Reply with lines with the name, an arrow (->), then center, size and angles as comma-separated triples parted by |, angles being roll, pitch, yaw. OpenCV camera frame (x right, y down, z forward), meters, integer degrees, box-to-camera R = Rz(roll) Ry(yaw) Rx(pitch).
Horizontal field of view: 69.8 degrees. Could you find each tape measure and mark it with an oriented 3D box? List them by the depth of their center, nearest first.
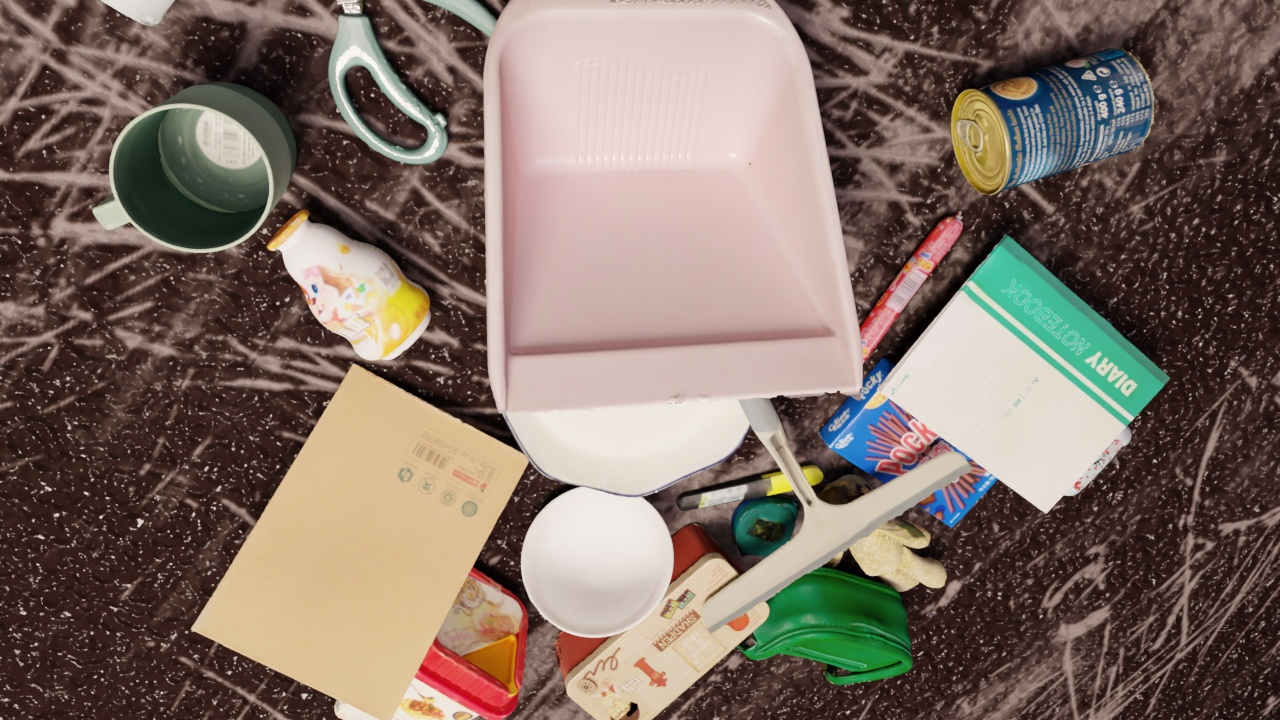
tape measure -> 0.105, 0.142, 0.778 | 0.054, 0.025, 0.058 | 10, 111, -16

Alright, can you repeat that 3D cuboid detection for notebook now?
notebook -> -0.191, 0.126, 0.648 | 0.148, 0.008, 0.207 | 29, 74, -9
notebook -> 0.305, 0.018, 0.724 | 0.209, 0.012, 0.150 | 33, 102, -22

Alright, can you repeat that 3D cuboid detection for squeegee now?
squeegee -> 0.098, 0.055, 0.683 | 0.246, 0.039, 0.246 | -33, 119, 0

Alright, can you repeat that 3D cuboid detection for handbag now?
handbag -> 0.162, 0.239, 0.800 | 0.131, 0.067, 0.120 | 19, 136, -21

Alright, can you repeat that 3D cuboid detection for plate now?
plate -> -0.004, 0.004, 0.683 | 0.204, 0.045, 0.205 | -5, 115, -10

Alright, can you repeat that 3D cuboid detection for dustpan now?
dustpan -> 0.010, -0.115, 0.544 | 0.222, 0.273, 0.139 | -6, 144, -12

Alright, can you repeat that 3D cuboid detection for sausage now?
sausage -> 0.200, -0.051, 0.712 | 0.020, 0.020, 0.156 | 28, 106, -21

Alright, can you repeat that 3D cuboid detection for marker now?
marker -> 0.091, 0.106, 0.766 | 0.124, 0.015, 0.018 | -12, 115, -2

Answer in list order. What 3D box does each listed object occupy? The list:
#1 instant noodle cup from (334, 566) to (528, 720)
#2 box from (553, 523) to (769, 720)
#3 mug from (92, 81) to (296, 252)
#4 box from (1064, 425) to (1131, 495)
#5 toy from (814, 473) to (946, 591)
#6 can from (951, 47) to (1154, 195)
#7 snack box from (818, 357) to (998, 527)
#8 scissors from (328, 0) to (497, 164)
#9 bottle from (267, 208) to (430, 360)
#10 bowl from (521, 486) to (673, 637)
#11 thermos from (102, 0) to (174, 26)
instant noodle cup -> -0.167, 0.237, 0.727 | 0.124, 0.116, 0.116 | -39, 116, 21
box -> 0.014, 0.224, 0.777 | 0.168, 0.079, 0.091 | -41, 114, 2
mug -> -0.265, -0.112, 0.544 | 0.112, 0.106, 0.082 | -26, 117, 1
box -> 0.331, 0.031, 0.759 | 0.087, 0.048, 0.201 | -44, 114, 10
toy -> 0.207, 0.153, 0.789 | 0.105, 0.066, 0.157 | -16, 131, 45
can -> 0.288, -0.168, 0.644 | 0.111, 0.075, 0.075 | -17, 116, -4
snack box -> 0.235, 0.072, 0.770 | 0.157, 0.026, 0.085 | 32, 105, -22
scissors -> -0.139, -0.219, 0.570 | 0.177, 0.019, 0.174 | -26, 115, 2
bottle -> -0.194, -0.051, 0.611 | 0.063, 0.063, 0.108 | -41, 115, 8
bowl -> -0.031, 0.165, 0.732 | 0.118, 0.118, 0.065 | -18, 155, -3
thermos -> -0.228, -0.287, 0.497 | 0.070, 0.070, 0.221 | 39, 101, -24
